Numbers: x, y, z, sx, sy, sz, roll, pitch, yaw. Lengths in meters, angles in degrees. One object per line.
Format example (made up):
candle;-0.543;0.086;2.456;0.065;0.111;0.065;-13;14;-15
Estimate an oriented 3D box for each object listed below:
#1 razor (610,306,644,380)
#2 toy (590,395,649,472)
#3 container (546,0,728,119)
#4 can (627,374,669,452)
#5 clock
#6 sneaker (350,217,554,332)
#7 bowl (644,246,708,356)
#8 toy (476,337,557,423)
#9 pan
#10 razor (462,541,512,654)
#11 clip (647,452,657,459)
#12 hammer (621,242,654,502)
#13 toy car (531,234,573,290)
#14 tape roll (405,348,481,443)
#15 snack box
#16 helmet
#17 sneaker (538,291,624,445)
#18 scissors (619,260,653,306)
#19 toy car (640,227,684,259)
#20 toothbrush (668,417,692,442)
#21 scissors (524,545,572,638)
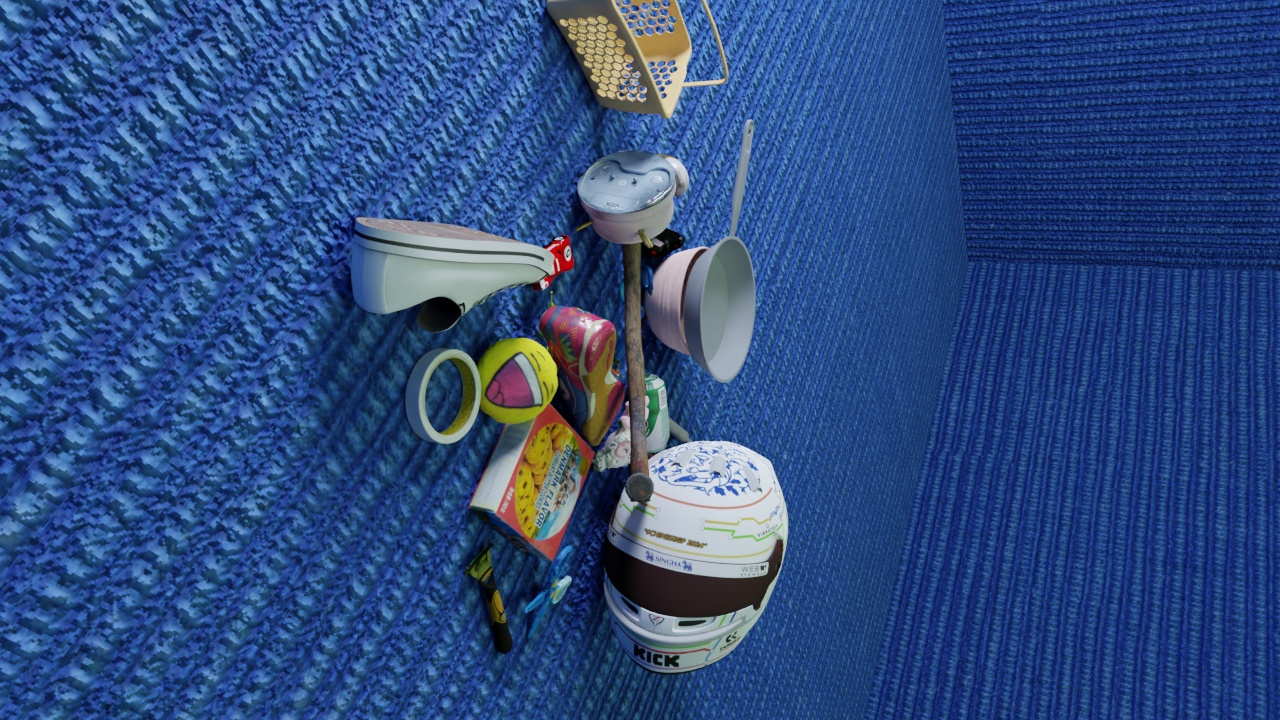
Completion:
razor;-0.023;-0.017;1.216;0.044;0.018;0.140;42;52;-27
toy;-0.016;0.098;1.200;0.095;0.041;0.109;-10;125;-64
container;0.007;-0.384;1.046;0.183;0.167;0.129;54;49;-50
can;0.011;0.072;1.259;0.053;0.053;0.101;-34;124;-55
clock;-0.007;-0.208;1.114;0.059;0.117;0.157;79;31;-48
sneaker;-0.172;-0.073;0.864;0.245;0.091;0.097;-10;115;-64
bowl;0.053;-0.084;1.285;0.152;0.076;0.153;-22;116;-59
toy;-0.132;0.021;0.971;0.094;0.041;0.095;-26;114;-19
pan;0.118;-0.148;1.258;0.200;0.051;0.356;-6;100;-63
razor;-0.162;0.269;1.011;0.043;0.021;0.144;-47;137;-49
clip;0.019;0.139;1.322;0.045;0.023;0.060;-59;144;-47
hammer;-0.007;0.006;1.111;0.120;0.033;0.330;95;-7;-80
toy car;-0.100;-0.112;1.046;0.089;0.025;0.038;-44;133;-50
tape roll;-0.194;0.035;0.907;0.093;0.019;0.094;-17;109;-60
snack box;-0.119;0.134;1.042;0.145;0.040;0.142;55;49;-51
helmet;0.075;0.230;1.214;0.313;0.231;0.236;-40;137;-61
sneaker;-0.072;0.014;1.084;0.116;0.091;0.242;-60;163;-29
scissors;-0.002;-0.128;1.169;0.014;0.119;0.129;3;102;-26
toy car;0.027;-0.161;1.263;0.091;0.042;0.036;-25;142;-59
toothbrush;0.052;0.104;1.376;0.188;0.019;0.018;42;61;-57
scissors;-0.107;0.274;1.090;0.125;0.014;0.130;-64;161;5
